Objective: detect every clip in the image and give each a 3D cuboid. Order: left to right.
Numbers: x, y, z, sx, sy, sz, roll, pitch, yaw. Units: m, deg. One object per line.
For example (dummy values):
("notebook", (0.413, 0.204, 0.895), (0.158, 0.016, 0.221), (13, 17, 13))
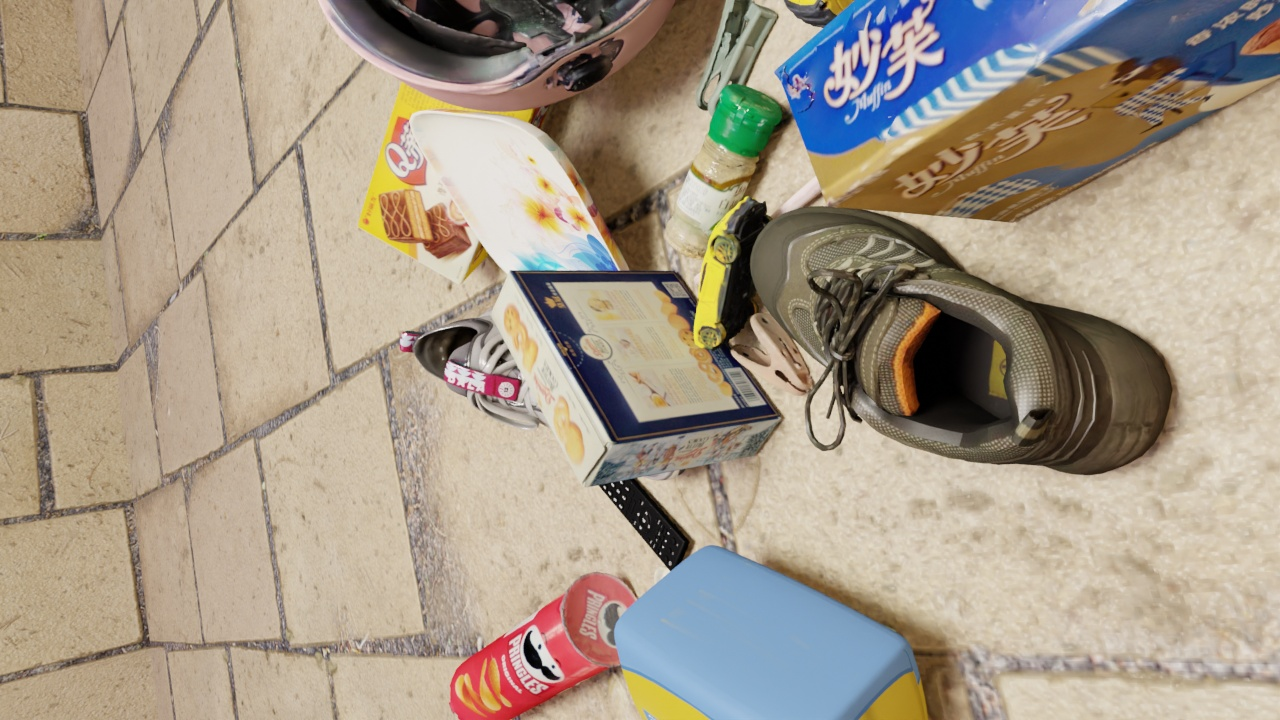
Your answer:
("clip", (0.063, -0.192, 0.590), (0.049, 0.023, 0.078), (32, 116, 45))
("clip", (0.087, -0.006, 0.580), (0.060, 0.024, 0.040), (34, 122, 32))

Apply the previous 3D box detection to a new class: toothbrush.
("toothbrush", (0.091, -0.089, 0.572), (0.182, 0.015, 0.018), (-40, 71, 45))

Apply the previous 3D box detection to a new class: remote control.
("remote control", (-0.008, 0.107, 0.712), (0.140, 0.009, 0.030), (44, 125, 41))

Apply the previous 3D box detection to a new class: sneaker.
("sneaker", (-0.072, 0.017, 0.692), (0.263, 0.128, 0.097), (28, 117, 42))
("sneaker", (0.114, -0.009, 0.454), (0.238, 0.142, 0.101), (34, 119, 44))

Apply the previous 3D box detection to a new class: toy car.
("toy car", (0.056, -0.054, 0.576), (0.030, 0.048, 0.107), (29, 129, 27))

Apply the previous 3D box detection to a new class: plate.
("plate", (-0.085, -0.113, 0.696), (0.187, 0.016, 0.187), (20, 150, 44))

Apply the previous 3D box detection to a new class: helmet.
("helmet", (-0.085, -0.274, 0.614), (0.230, 0.152, 0.255), (43, 86, 6))

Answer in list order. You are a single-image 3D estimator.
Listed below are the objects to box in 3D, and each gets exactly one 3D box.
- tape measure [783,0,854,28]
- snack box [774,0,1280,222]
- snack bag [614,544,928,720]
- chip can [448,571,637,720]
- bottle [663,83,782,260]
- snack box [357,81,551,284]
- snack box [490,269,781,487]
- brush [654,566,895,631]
("tape measure", (0.110, -0.213, 0.498), (0.037, 0.065, 0.064), (31, 112, 40))
("snack box", (0.180, -0.133, 0.352), (0.203, 0.154, 0.069), (-32, 68, 46))
("snack bag", (0.087, 0.233, 0.549), (0.159, 0.102, 0.205), (17, 132, 48))
("chip can", (-0.088, 0.253, 0.777), (0.234, 0.073, 0.073), (-43, 61, 44))
("bottle", (0.051, -0.120, 0.595), (0.043, 0.043, 0.111), (49, 129, 35))
("snack box", (-0.152, -0.188, 0.776), (0.110, 0.061, 0.231), (30, 125, -2))
("snack box", (-0.004, 0.003, 0.593), (0.144, 0.144, 0.043), (58, 134, 30))
("brush", (0.079, 0.169, 0.617), (0.218, 0.012, 0.033), (1, 95, 52))
